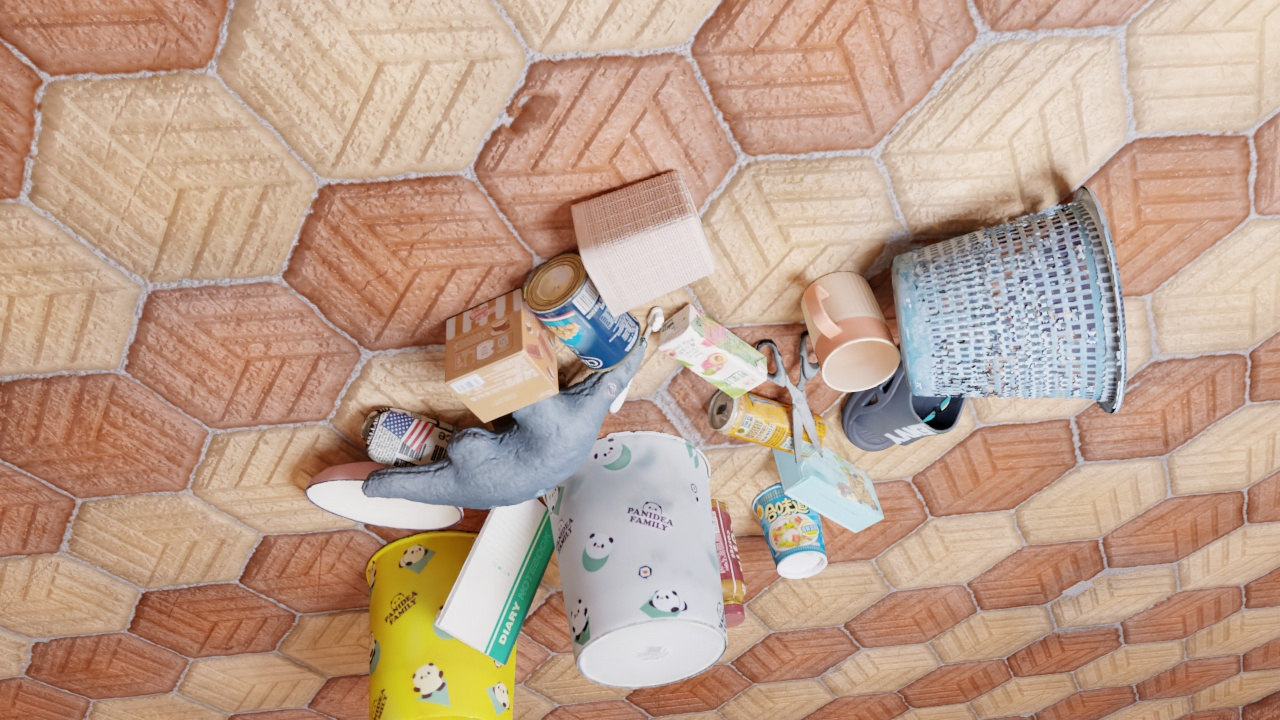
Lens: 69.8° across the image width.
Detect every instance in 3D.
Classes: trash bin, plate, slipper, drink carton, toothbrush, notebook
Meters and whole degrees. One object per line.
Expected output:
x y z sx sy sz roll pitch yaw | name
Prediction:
-0.002 0.258 1.163 0.229 0.251 0.230 -5 139 -5 | trash bin
-0.314 0.164 1.139 0.192 0.039 0.193 4 153 2 | plate
0.340 0.038 1.106 0.110 0.083 0.269 14 132 -21 | slipper
-0.275 0.407 1.280 0.229 0.254 0.230 -4 138 -4 | trash bin
0.081 -0.010 1.026 0.122 0.045 0.054 32 132 -27 | drink carton
-0.006 0.006 1.058 0.016 0.016 0.181 1 139 -23 | toothbrush
0.364 -0.049 0.936 0.195 0.226 0.227 -7 140 18 | trash bin
-0.177 0.276 1.206 0.012 0.208 0.150 4 149 34 | notebook

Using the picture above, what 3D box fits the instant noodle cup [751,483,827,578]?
0.214 0.242 1.289 0.099 0.109 0.099 -4 139 -4 | instant noodle cup

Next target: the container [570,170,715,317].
0.004 -0.114 0.876 0.111 0.089 0.090 -21 137 8 | container

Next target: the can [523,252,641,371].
-0.059 -0.049 0.944 0.075 0.075 0.111 -25 135 18 | can

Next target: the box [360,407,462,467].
-0.246 0.109 1.081 0.163 0.086 0.076 26 113 -28 | box

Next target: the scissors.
0.190 0.041 1.085 0.165 0.014 0.163 33 108 -14 | scissors

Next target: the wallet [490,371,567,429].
-0.125 0.068 1.099 0.101 0.032 0.125 -13 139 0 | wallet

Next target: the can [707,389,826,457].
0.158 0.077 1.134 0.146 0.058 0.058 17 132 -27 | can

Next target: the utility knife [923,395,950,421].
0.392 0.041 1.167 0.029 0.013 0.175 9 135 -19 | utility knife

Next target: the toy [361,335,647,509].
-0.131 0.092 1.034 0.356 0.091 0.138 -30 123 3 | toy

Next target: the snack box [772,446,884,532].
0.254 0.166 1.237 0.052 0.074 0.174 -36 132 28 | snack box

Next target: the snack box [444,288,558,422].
-0.145 -0.005 0.964 0.093 0.094 0.077 -22 137 14 | snack box

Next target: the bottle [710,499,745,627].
0.108 0.278 1.261 0.057 0.174 0.058 -5 138 -4 | bottle

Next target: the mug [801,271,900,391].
0.213 -0.039 0.978 0.082 0.105 0.114 -36 132 27 | mug
